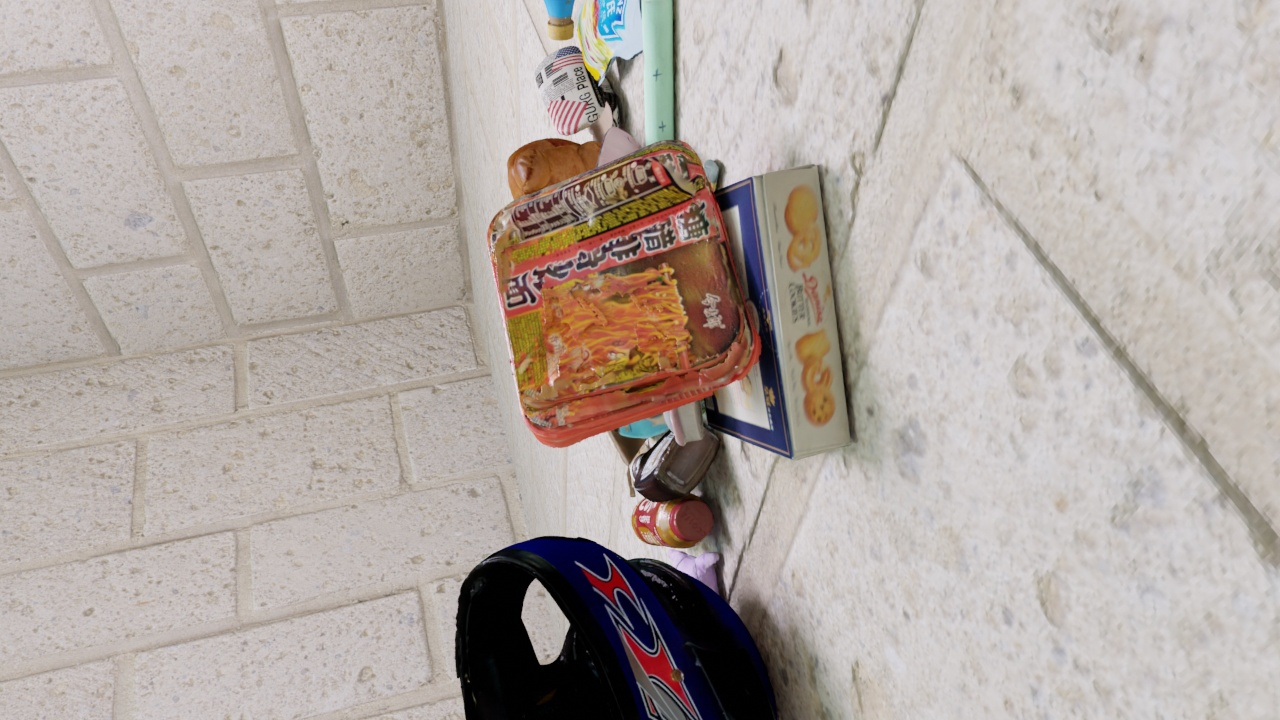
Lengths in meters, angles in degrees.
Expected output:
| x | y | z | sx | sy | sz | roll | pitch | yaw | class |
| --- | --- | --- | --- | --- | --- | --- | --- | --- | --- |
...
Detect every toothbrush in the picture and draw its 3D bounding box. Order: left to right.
| x | y | z | sx | sy | sz | roll | pitch | yaw | class |
| --- | --- | --- | --- | --- | --- | --- | --- | --- | --- |
| 0.014 | -0.275 | 0.777 | 0.026 | 0.027 | 0.225 | -72 | -17 | -57 | toothbrush |

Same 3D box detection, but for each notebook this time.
| x | y | z | sx | sy | sz | roll | pitch | yaw | class |
| --- | --- | --- | --- | --- | --- | --- | --- | --- | --- |
| -0.038 | 0.037 | 1.020 | 0.148 | 0.008 | 0.207 | 60 | -173 | 0 | notebook |

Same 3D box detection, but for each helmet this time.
| x | y | z | sx | sy | sz | roll | pitch | yaw | class |
| --- | --- | --- | --- | --- | --- | --- | --- | --- | --- |
| -0.007 | 0.297 | 0.820 | 0.248 | 0.239 | 0.315 | -27 | 78 | 36 | helmet |

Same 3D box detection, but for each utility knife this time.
| x | y | z | sx | sy | sz | roll | pitch | yaw | class |
| --- | --- | --- | --- | --- | --- | --- | --- | --- | --- |
| 0.050 | -0.101 | 0.803 | 0.199 | 0.021 | 0.031 | 91 | 169 | -55 | utility knife |

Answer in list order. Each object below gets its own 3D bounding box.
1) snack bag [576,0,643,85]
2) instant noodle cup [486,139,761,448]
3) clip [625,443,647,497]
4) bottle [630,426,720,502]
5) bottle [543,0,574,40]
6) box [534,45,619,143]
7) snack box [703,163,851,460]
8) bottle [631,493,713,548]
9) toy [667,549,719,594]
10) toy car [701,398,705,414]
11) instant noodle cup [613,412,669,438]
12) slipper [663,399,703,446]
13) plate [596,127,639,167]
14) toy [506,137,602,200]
| x | y | z | sx | sy | sz | roll | pitch | yaw | class |
| --- | --- | --- | --- | --- | --- | --- | --- | --- | --- |
| -0.024 | -0.334 | 0.876 | 0.191 | 0.038 | 0.110 | -166 | 76 | -74 | snack bag |
| -0.010 | -0.040 | 0.628 | 0.079 | 0.165 | 0.188 | 45 | -151 | -64 | instant noodle cup |
| 0.000 | 0.113 | 1.120 | 0.082 | 0.034 | 0.104 | 118 | 148 | -73 | clip |
| 0.025 | 0.105 | 0.924 | 0.044 | 0.079 | 0.195 | 36 | 165 | -4 | bottle |
| -0.091 | -0.460 | 0.994 | 0.065 | 0.065 | 0.219 | -116 | 20 | -49 | bottle |
| -0.075 | -0.293 | 1.010 | 0.162 | 0.087 | 0.076 | -108 | 29 | -43 | box |
| 0.080 | -0.033 | 0.649 | 0.182 | 0.045 | 0.178 | -167 | 68 | -76 | snack box |
| 0.034 | 0.167 | 0.961 | 0.175 | 0.057 | 0.057 | 139 | 119 | -75 | bottle |
| 0.064 | 0.246 | 0.940 | 0.084 | 0.038 | 0.108 | -19 | 80 | 57 | toy |
| 0.049 | 0.012 | 0.837 | 0.091 | 0.036 | 0.043 | 100 | 157 | -47 | toy car |
| -0.006 | 0.005 | 0.931 | 0.120 | 0.111 | 0.111 | -114 | 17 | -71 | instant noodle cup |
| 0.010 | -0.056 | 0.757 | 0.114 | 0.054 | 0.274 | 71 | -169 | -61 | slipper |
| -0.016 | -0.127 | 0.891 | 0.192 | 0.039 | 0.192 | 7 | -92 | -84 | plate |
| -0.077 | -0.133 | 0.974 | 0.130 | 0.140 | 0.200 | 34 | 131 | 48 | toy |
